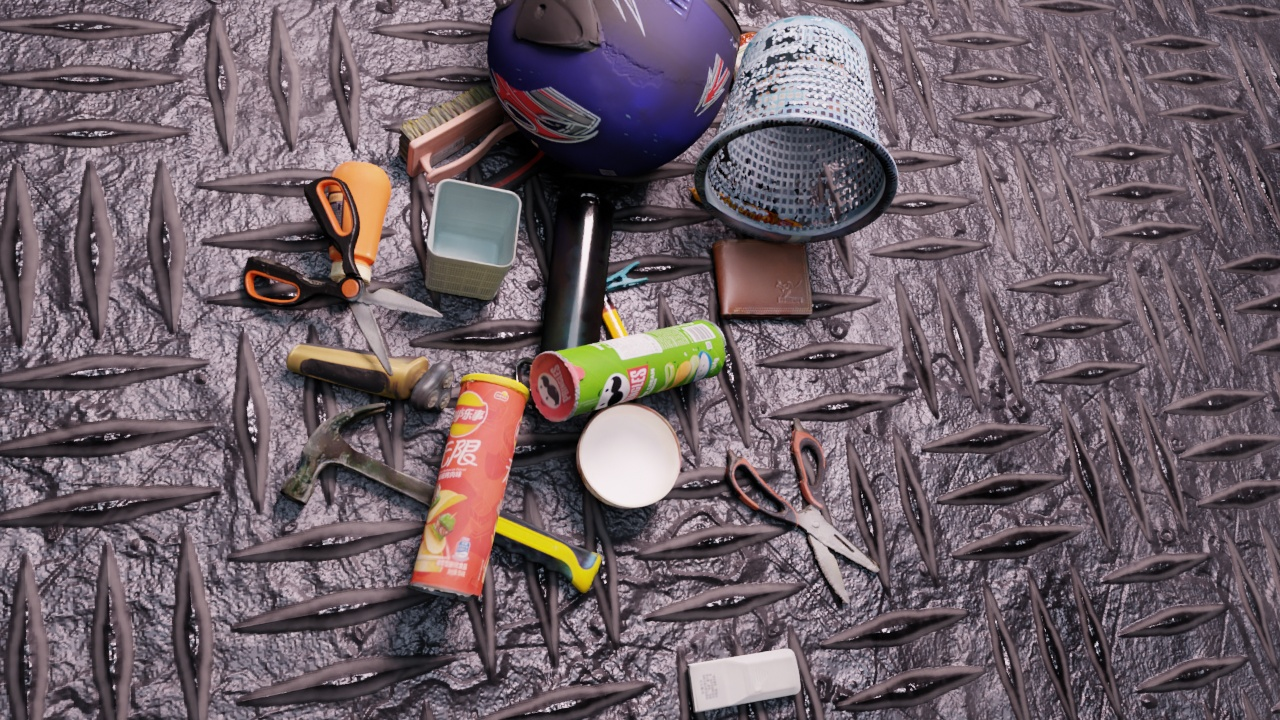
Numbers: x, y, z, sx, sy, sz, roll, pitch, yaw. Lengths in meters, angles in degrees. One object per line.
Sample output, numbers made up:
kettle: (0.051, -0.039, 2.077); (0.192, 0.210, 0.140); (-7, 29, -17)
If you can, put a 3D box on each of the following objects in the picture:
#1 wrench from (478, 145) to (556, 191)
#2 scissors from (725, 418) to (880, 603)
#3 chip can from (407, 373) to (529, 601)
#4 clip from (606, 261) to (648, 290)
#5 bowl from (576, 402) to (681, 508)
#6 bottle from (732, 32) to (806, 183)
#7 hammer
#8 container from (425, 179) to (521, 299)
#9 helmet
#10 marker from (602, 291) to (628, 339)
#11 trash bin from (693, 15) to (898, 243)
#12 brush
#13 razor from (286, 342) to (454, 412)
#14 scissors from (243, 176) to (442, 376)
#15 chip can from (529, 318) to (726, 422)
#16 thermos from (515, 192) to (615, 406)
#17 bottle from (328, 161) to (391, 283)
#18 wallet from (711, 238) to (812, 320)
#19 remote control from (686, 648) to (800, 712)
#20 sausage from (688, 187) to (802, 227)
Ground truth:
wrench: (-0.127, -0.247, 1.107); (0.056, 0.016, 0.272); (41, 65, 3)
scissors: (0.189, 0.170, 1.064); (0.189, 0.015, 0.226); (6, 70, -16)
chip can: (-0.168, 0.123, 0.904); (0.073, 0.073, 0.216); (16, 70, -12)
clip: (-0.019, -0.098, 1.091); (0.055, 0.013, 0.038); (-22, 79, -24)
bowl: (-0.018, 0.108, 0.995); (0.113, 0.062, 0.113); (5, 71, -14)
bottle: (0.168, -0.327, 1.203); (0.059, 0.060, 0.206); (-16, 81, -22)
hammer: (-0.189, 0.149, 0.945); (0.323, 0.032, 0.126); (26, 67, -7)
container: (-0.185, -0.124, 0.994); (0.090, 0.112, 0.090); (9, 69, -14)
helmet: (-0.054, -0.345, 1.027); (0.240, 0.247, 0.315); (-49, 65, 7)
marker: (-0.046, -0.071, 1.074); (0.018, 0.015, 0.124); (-23, 77, -16)
trash bin: (0.186, -0.278, 1.072); (0.226, 0.227, 0.194); (15, 63, -12)
brush: (-0.207, -0.262, 1.062); (0.145, 0.063, 0.073); (-38, 82, -26)
razor: (-0.279, 0.015, 0.951); (0.167, 0.062, 0.067); (12, 31, -7)
scissors: (-0.312, -0.084, 0.947); (0.229, 0.021, 0.220); (-10, 83, 10)
chip can: (-0.006, 0.006, 0.983); (0.235, 0.072, 0.072); (-14, 76, -44)
thermos: (-0.085, -0.066, 1.029); (0.090, 0.068, 0.242); (4, 73, 7)
bottle: (-0.308, -0.137, 0.992); (0.066, 0.067, 0.149); (6, 78, -15)
wallet: (0.151, -0.100, 1.136); (0.124, 0.032, 0.101); (-1, 75, -17)
remote control: (0.111, 0.340, 0.978); (0.124, 0.024, 0.049); (-4, 73, -18)
sausage: (0.137, -0.188, 1.165); (0.165, 0.021, 0.021); (19, 67, -10)
